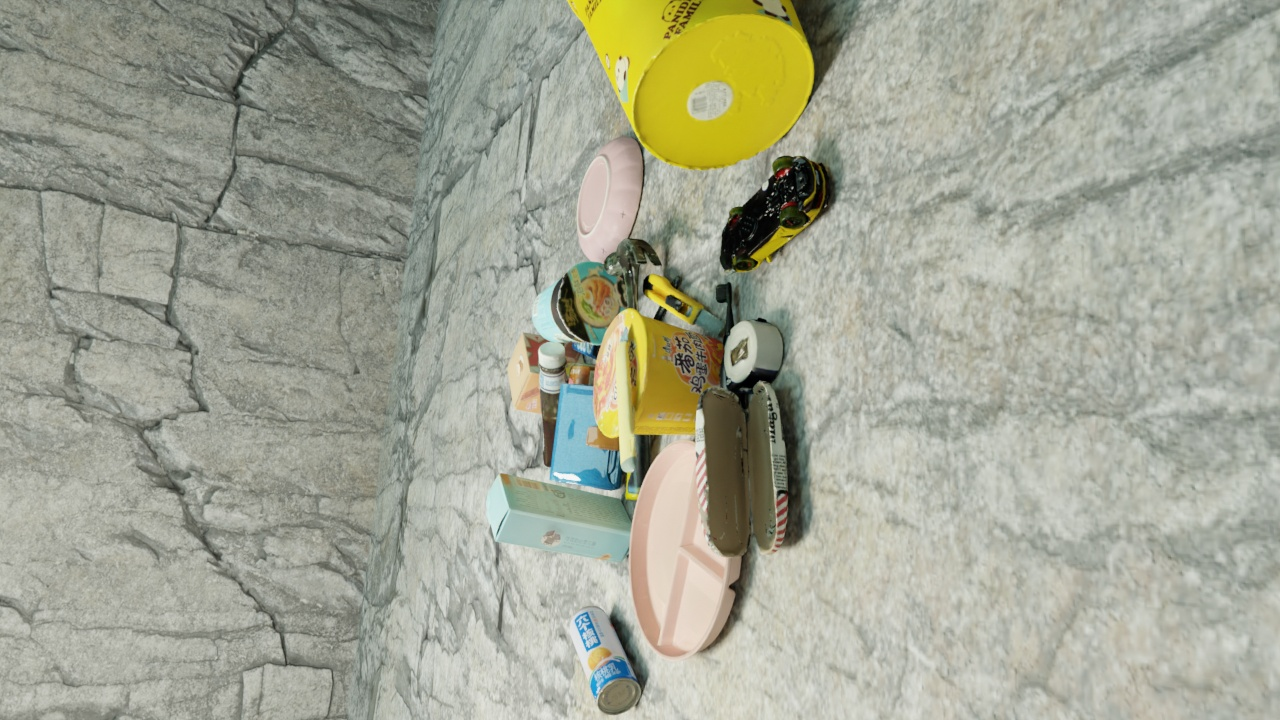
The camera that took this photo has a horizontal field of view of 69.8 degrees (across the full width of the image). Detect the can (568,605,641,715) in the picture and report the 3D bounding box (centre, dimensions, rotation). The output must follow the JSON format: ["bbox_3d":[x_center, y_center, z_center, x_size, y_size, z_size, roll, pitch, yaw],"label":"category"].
[{"bbox_3d":[-0.045,0.352,1.087,0.134,0.053,0.053,-128,52,-59],"label":"can"}]

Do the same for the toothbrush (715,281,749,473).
[{"bbox_3d":[0.092,0.015,0.940,0.026,0.027,0.212,47,-142,-61],"label":"toothbrush"}]

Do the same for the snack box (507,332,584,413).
[{"bbox_3d":[-0.139,0.022,1.368,0.092,0.094,0.077,-107,36,-46],"label":"snack box"}]

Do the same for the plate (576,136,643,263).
[{"bbox_3d":[-0.054,-0.236,1.343,0.193,0.039,0.192,-171,90,-66],"label":"plate"}]

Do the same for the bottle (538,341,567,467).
[{"bbox_3d":[-0.120,0.060,1.288,0.079,0.044,0.195,-91,1,-52],"label":"bottle"}]

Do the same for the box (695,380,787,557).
[{"bbox_3d":[0.103,0.097,0.846,0.088,0.076,0.162,-21,59,38],"label":"box"}]

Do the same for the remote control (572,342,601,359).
[{"bbox_3d":[-0.061,-0.027,1.298,0.125,0.024,0.049,25,104,61],"label":"remote control"}]

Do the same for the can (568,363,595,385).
[{"bbox_3d":[-0.075,0.080,1.249,0.058,0.058,0.147,171,107,-65],"label":"can"}]

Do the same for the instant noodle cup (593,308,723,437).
[{"bbox_3d":[0.025,0.020,0.986,0.138,0.109,0.138,-172,90,-66],"label":"instant noodle cup"}]

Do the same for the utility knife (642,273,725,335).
[{"bbox_3d":[0.046,-0.067,1.068,0.209,0.015,0.033,38,117,59],"label":"utility knife"}]

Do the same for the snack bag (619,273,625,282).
[{"bbox_3d":[-0.043,-0.096,1.283,0.106,0.026,0.045,-47,38,50],"label":"snack bag"}]

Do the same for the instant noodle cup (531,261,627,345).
[{"bbox_3d":[-0.088,-0.069,1.250,0.121,0.111,0.111,-12,70,59],"label":"instant noodle cup"}]

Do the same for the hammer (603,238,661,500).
[{"bbox_3d":[-0.007,0.007,1.118,0.126,0.031,0.323,150,120,-66],"label":"hammer"}]

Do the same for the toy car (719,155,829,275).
[{"bbox_3d":[0.127,-0.140,0.901,0.156,0.041,0.071,-42,44,52],"label":"toy car"}]

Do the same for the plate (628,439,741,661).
[{"bbox_3d":[0.046,0.199,0.974,0.230,0.028,0.229,-172,90,-66],"label":"plate"}]

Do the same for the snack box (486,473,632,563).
[{"bbox_3d":[-0.097,0.192,1.114,0.052,0.174,0.074,-65,27,20],"label":"snack box"}]

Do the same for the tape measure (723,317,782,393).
[{"bbox_3d":[0.110,-0.007,0.902,0.066,0.033,0.065,137,135,-54],"label":"tape measure"}]

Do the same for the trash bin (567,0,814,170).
[{"bbox_3d":[0.052,-0.350,0.949,0.230,0.229,0.255,-56,40,43],"label":"trash bin"}]

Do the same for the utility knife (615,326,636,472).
[{"bbox_3d":[-0.016,0.038,0.914,0.031,0.018,0.167,-44,45,46],"label":"utility knife"}]

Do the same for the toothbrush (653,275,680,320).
[{"bbox_3d":[0.009,-0.036,1.159,0.015,0.018,0.182,-98,30,-50],"label":"toothbrush"}]

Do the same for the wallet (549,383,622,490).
[{"bbox_3d":[-0.065,0.098,1.190,0.106,0.040,0.133,5,87,25],"label":"wallet"}]
